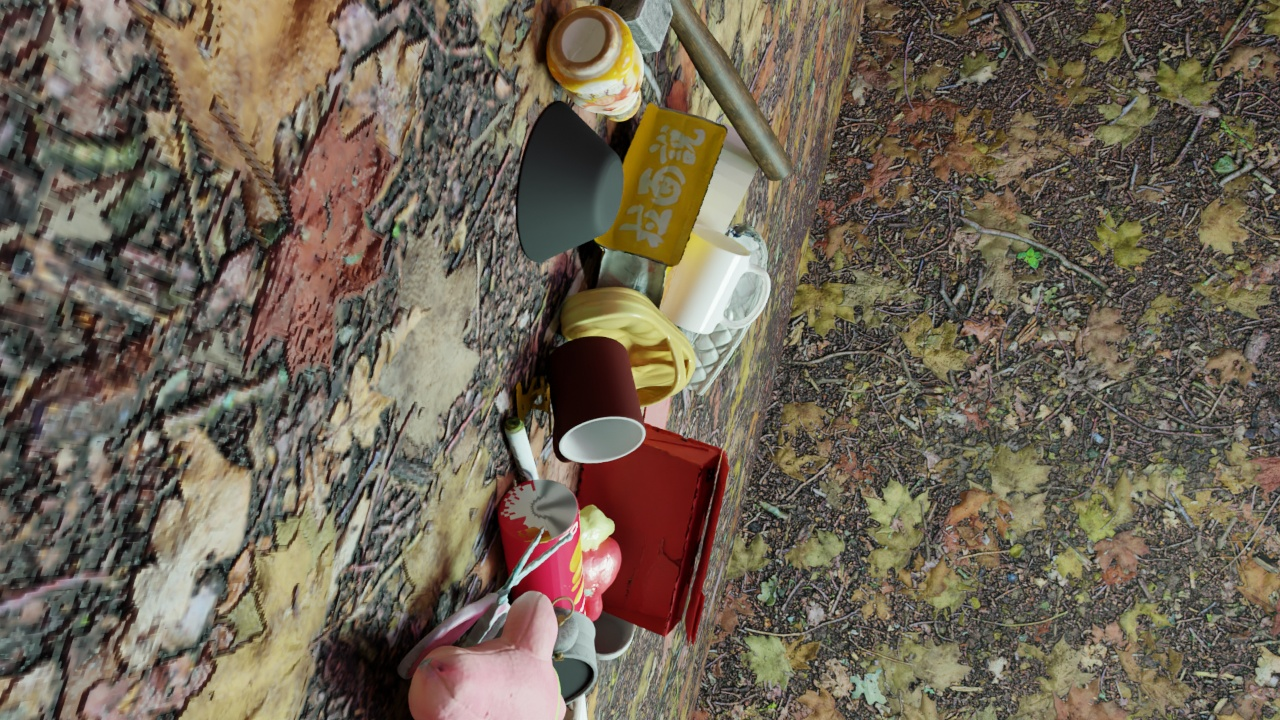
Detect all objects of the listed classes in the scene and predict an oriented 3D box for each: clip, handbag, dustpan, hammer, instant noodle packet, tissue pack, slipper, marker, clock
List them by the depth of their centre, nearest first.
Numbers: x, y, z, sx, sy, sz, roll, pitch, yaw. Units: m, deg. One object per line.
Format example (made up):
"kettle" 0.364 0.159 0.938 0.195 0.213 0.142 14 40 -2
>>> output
"clip" -0.086 0.034 0.763 0.046 0.048 0.054 -32 138 -35
"clock" -0.083 0.249 0.786 0.056 0.103 0.148 -110 -148 -44
"marker" -0.097 0.094 0.787 0.147 0.017 0.017 84 23 -52
"hammer" 0.085 -0.303 0.877 0.300 0.037 0.217 42 59 -48
"slipper" -0.005 0.005 0.882 0.263 0.099 0.078 48 32 -68
"instant noodle packet" 0.006 -0.118 0.910 0.222 0.084 0.162 108 1 -66
"tissue pack" -0.094 0.440 1.049 0.103 0.071 0.182 -85 179 -50
"dustpan" 0.060 -0.148 1.070 0.258 0.053 0.191 -61 -177 36
"handbag" 0.083 -0.060 1.113 0.195 0.072 0.138 120 -12 -49

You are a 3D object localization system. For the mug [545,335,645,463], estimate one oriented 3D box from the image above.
"mug" -0.048 0.042 0.788 0.106 0.073 0.082 -47 -136 39

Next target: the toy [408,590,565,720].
"toy" -0.120 0.251 0.653 0.191 0.097 0.237 -48 155 -23

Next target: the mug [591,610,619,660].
"mug" -0.047 0.310 1.116 0.089 0.071 0.107 94 -14 -65

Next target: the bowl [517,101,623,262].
"bowl" -0.045 -0.132 0.708 0.124 0.052 0.124 14 89 -76

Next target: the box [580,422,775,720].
"box" 0.020 0.215 0.880 0.374 0.148 0.213 -115 -145 -70

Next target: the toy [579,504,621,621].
"toy" -0.060 0.214 0.945 0.091 0.045 0.135 -14 112 -35

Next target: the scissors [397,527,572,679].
"scissors" -0.117 0.192 0.705 0.170 0.013 0.176 -38 160 -34

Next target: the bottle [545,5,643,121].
"bottle" -0.028 -0.214 0.680 0.108 0.063 0.063 27 77 -75

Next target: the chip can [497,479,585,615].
"chip can" -0.084 0.204 0.831 0.069 0.069 0.221 -63 160 -45

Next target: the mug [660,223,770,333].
"mug" 0.077 -0.077 0.946 0.073 0.110 0.091 -82 -163 -69
